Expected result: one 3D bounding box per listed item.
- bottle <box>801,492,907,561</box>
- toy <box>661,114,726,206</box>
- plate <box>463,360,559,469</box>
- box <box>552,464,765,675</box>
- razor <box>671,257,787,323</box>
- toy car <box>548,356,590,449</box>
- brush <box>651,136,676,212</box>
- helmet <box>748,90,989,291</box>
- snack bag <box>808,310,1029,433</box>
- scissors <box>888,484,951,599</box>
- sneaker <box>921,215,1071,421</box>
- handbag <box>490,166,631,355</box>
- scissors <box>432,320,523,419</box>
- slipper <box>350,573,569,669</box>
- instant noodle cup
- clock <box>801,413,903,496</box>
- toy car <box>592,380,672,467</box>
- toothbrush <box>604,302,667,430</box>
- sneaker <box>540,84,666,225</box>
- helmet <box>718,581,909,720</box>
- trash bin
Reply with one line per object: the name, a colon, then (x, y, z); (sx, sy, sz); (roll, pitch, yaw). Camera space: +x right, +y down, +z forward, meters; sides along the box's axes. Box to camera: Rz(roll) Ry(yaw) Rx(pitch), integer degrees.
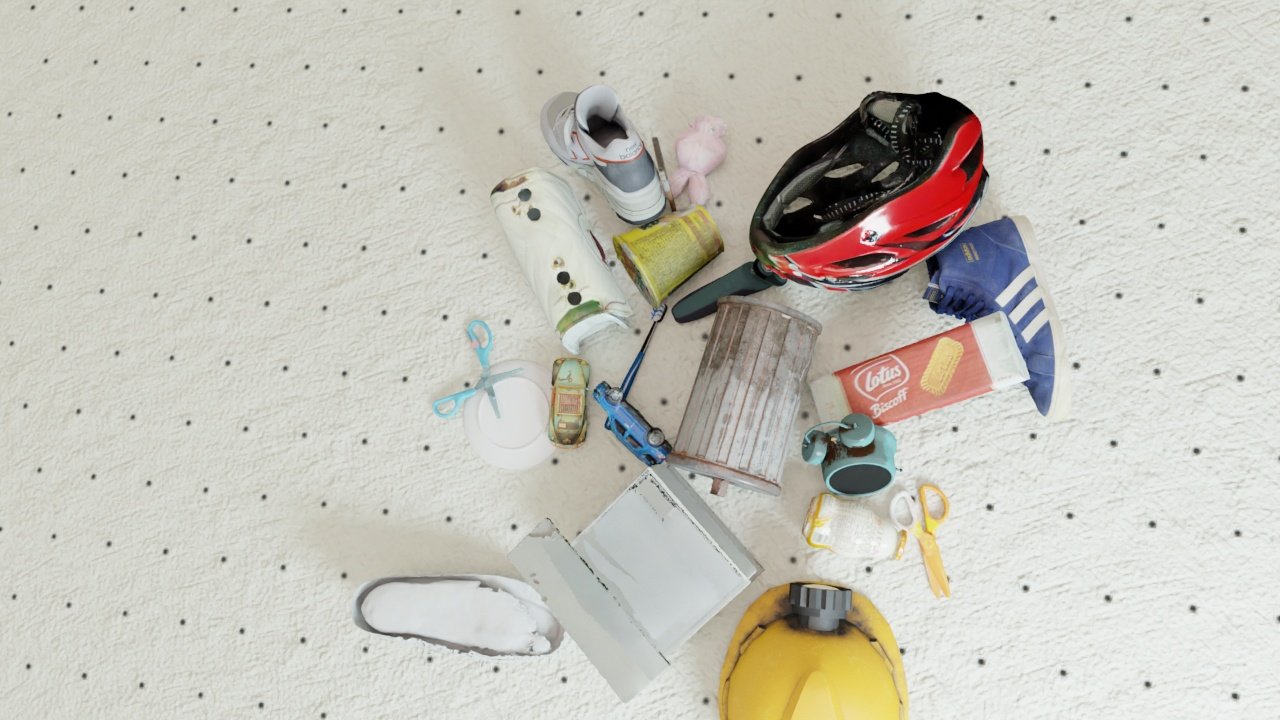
bottle: (0.236, 0.187, 1.009); (0.108, 0.063, 0.063); (17, 84, 11)
toy: (0.068, -0.243, 1.117); (0.063, 0.047, 0.110); (24, 97, 16)
plate: (-0.154, 0.065, 1.123); (0.135, 0.011, 0.134); (-2, 81, 10)
box: (0.044, 0.252, 1.164); (0.172, 0.404, 0.169); (-42, 77, 1)
razor: (0.103, -0.083, 1.088); (0.143, 0.052, 0.047); (-26, 75, 15)
toy car: (-0.084, 0.049, 1.091); (0.047, 0.047, 0.112); (3, 81, -8)
brush: (0.031, -0.203, 1.066); (0.008, 0.143, 0.045); (-13, 70, 6)
helmet: (0.248, -0.176, 1.001); (0.272, 0.217, 0.167); (-35, 121, 4)
snack bag: (0.295, 0.021, 0.996); (0.226, 0.041, 0.077); (-23, 77, 28)
scissors: (0.314, 0.204, 1.017); (0.070, 0.013, 0.130); (-9, 78, 9)
sneaker: (0.380, -0.042, 1.004); (0.118, 0.091, 0.233); (-8, 79, 4)
handbag: (-0.091, -0.117, 1.077); (0.096, 0.142, 0.198); (-26, 78, 2)
scissors: (-0.208, 0.019, 1.133); (0.135, 0.015, 0.135); (-28, 62, 14)
slipper: (-0.205, 0.299, 1.061); (0.247, 0.074, 0.112); (6, 88, 1)
instant noodle cup: (0.036, -0.130, 1.083); (0.108, 0.102, 0.102); (-32, 77, -6)
clock: (0.227, 0.101, 0.995); (0.090, 0.124, 0.053); (-30, 43, 33)
toy car: (-0.012, 0.074, 1.066); (0.043, 0.056, 0.120); (-43, 90, 0)
toothbrush: (-0.007, 0.006, 1.105); (0.014, 0.014, 0.167); (20, 84, 46)
sneaker: (-0.051, -0.274, 1.075); (0.088, 0.124, 0.239); (-33, 60, -11)
helmet: (0.180, 0.365, 0.955); (0.205, 0.131, 0.255); (4, 83, 10)
trash bin: (0.115, 0.048, 1.019); (0.131, 0.131, 0.211); (16, 82, 12)
